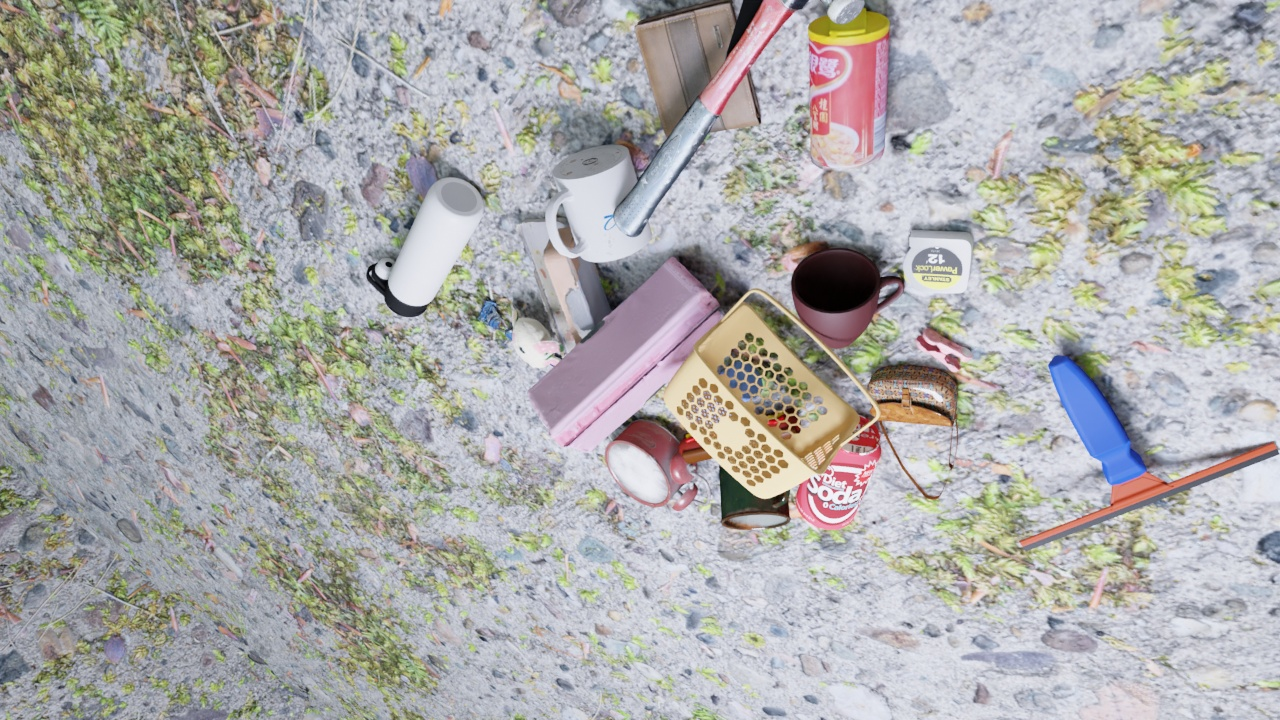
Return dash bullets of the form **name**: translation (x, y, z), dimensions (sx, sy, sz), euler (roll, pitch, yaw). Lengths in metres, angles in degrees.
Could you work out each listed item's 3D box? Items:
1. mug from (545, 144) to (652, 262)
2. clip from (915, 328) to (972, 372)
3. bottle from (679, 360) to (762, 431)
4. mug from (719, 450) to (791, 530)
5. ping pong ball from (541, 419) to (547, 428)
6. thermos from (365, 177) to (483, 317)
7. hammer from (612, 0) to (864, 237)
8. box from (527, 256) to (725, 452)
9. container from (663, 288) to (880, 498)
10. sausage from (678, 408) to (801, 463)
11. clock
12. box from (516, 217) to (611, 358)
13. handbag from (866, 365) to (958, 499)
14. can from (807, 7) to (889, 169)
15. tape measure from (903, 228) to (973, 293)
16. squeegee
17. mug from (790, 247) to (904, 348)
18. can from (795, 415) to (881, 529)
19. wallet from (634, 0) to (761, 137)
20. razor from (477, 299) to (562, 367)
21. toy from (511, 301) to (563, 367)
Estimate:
- **mug**: translation (-0.052, -0.157, 0.968), dimensions (0.083, 0.119, 0.096), euler (17, 136, 42)
- **clip**: translation (0.315, -0.013, 0.943), dimensions (0.044, 0.023, 0.060), euler (-30, 109, 38)
- **bottle**: translation (0.090, 0.051, 1.110), dimensions (0.048, 0.047, 0.131), euler (42, 136, -7)
- **mug**: translation (0.146, 0.155, 1.120), dimensions (0.084, 0.081, 0.111), euler (11, 154, -26)
- **ping pong ball**: translation (-0.116, 0.077, 1.260), dimensions (0.040, 0.040, 0.040), euler (16, 133, 18)
- **thermos**: translation (-0.277, -0.146, 1.155), dimensions (0.101, 0.068, 0.231), euler (49, 137, 5)
- **hammer**: translation (0.058, -0.239, 0.831), dimensions (0.140, 0.036, 0.327), euler (58, 134, 20)
- **box**: translation (-0.003, 0.009, 1.033), dimensions (0.107, 0.232, 0.099), euler (43, -176, -43)
- **container**: translation (0.137, 0.032, 0.962), dimensions (0.183, 0.128, 0.167), euler (46, 131, 3)
- **sausage**: translation (0.119, 0.091, 1.108), dimensions (0.156, 0.040, 0.040), euler (-15, 118, 21)
- **clock**: translation (0.030, 0.140, 1.207), dimensions (0.157, 0.061, 0.110), euler (24, 137, 30)
- **box**: translation (-0.086, -0.058, 1.099), dimensions (0.096, 0.114, 0.217), euler (-11, 123, 13)
- **handbag**: translation (0.310, 0.092, 1.025), dimensions (0.094, 0.043, 0.196), euler (4, 131, 31)
- **can**: translation (0.181, -0.235, 0.801), dimensions (0.067, 0.066, 0.124), euler (10, 131, 24)
- **tape measure**: translation (0.288, -0.096, 0.890), dimensions (0.064, 0.016, 0.065), euler (7, 129, 26)
- **squeegee**: translation (0.454, 0.069, 0.905), dimensions (0.250, 0.055, 0.185), euler (-30, 108, 25)
- **mug**: translation (0.213, -0.057, 0.937), dimensions (0.114, 0.087, 0.088), euler (-14, 142, 3)
- **can**: translation (0.231, 0.133, 1.077), dimensions (0.074, 0.074, 0.143), euler (21, 134, 14)
- **wallet**: translation (0.055, -0.274, 0.874), dimensions (0.099, 0.026, 0.121), euler (-3, 124, 27)
- **razor**: translation (-0.154, -0.027, 1.211), dimensions (0.141, 0.018, 0.044), euler (35, 135, 1)
- **toy**: translation (-0.137, -0.025, 1.162), dimensions (0.112, 0.050, 0.087), euler (35, 162, 18)
